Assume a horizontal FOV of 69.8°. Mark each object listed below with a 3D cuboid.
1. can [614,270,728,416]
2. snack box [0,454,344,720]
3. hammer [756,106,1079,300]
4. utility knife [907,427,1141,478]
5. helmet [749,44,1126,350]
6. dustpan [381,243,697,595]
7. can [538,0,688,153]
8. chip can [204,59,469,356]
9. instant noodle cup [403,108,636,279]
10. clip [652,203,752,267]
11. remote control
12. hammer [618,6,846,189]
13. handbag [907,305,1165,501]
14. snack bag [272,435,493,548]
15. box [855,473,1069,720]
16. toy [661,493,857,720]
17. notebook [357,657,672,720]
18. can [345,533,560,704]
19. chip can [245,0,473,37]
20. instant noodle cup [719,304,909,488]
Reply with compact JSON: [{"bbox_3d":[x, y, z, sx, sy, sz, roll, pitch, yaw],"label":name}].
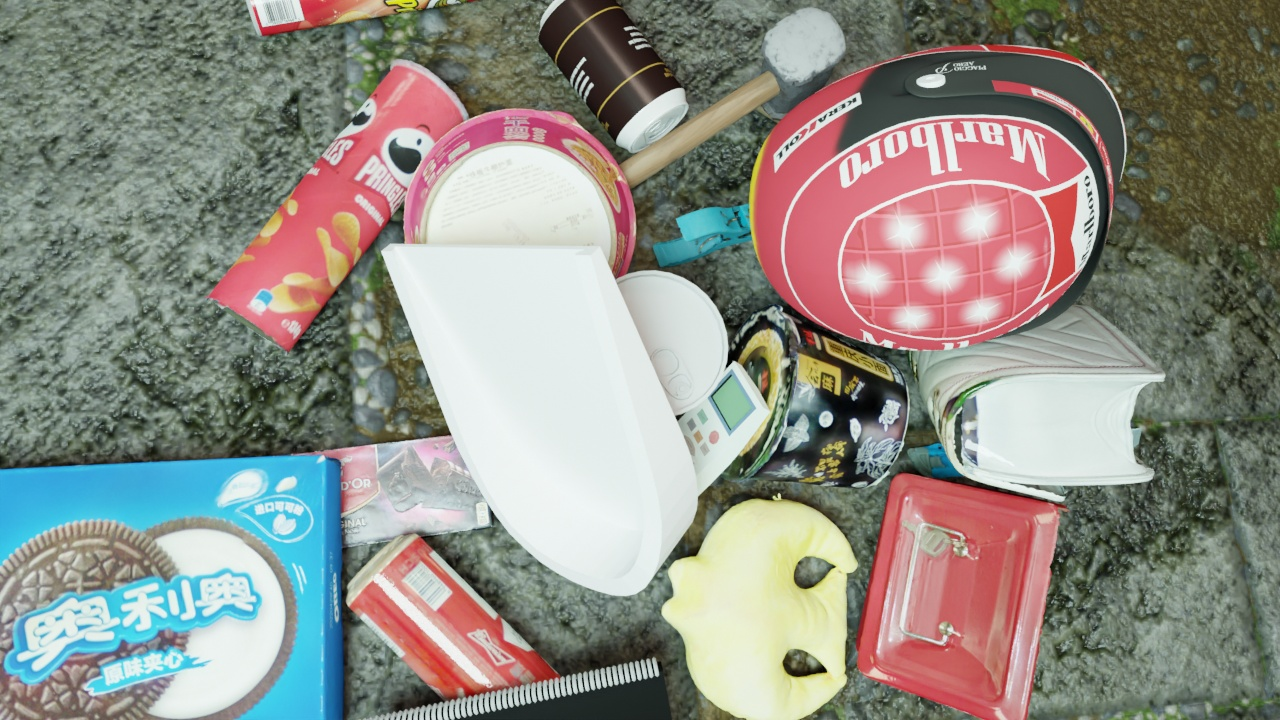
[{"bbox_3d":[-0.004,0.004,0.671,0.099,0.144,0.099,2,77,-10],"label":"can"},{"bbox_3d":[-0.323,0.166,0.613,0.239,0.056,0.195,-2,79,-6],"label":"snack box"},{"bbox_3d":[0.242,-0.144,0.803,0.323,0.051,0.117,36,77,1],"label":"hammer"},{"bbox_3d":[0.335,0.076,0.788,0.224,0.015,0.031,-6,83,-13],"label":"utility knife"},{"bbox_3d":[0.213,-0.112,0.648,0.271,0.224,0.198,-7,121,13],"label":"helmet"},{"bbox_3d":[-0.064,0.047,0.605,0.053,0.192,0.258,-49,129,-34],"label":"dustpan"},{"bbox_3d":[-0.023,-0.242,0.759,0.071,0.072,0.128,-36,86,-16],"label":"can"},{"bbox_3d":[-0.226,-0.117,0.694,0.073,0.073,0.232,33,75,-2],"label":"chip can"},{"bbox_3d":[-0.088,-0.092,0.672,0.178,0.077,0.179,-2,106,-5],"label":"instant noodle cup"},{"bbox_3d":[0.062,-0.102,0.770,0.129,0.121,0.031,-13,74,-43],"label":"clip"},{"bbox_3d":[0.041,0.069,0.682,0.024,0.144,0.049,21,30,-40],"label":"remote control"},{"bbox_3d":[0.020,-0.168,0.738,0.328,0.098,0.052,-33,84,-1],"label":"hammer"},{"bbox_3d":[0.281,0.023,0.683,0.142,0.198,0.096,-2,108,11],"label":"handbag"},{"bbox_3d":[-0.188,0.098,0.683,0.155,0.018,0.074,-7,80,-10],"label":"snack bag"},{"bbox_3d":[0.245,0.172,0.699,0.147,0.156,0.157,12,88,34],"label":"box"},{"bbox_3d":[0.090,0.183,0.692,0.154,0.065,0.170,13,76,-14],"label":"toy"},{"bbox_3d":[-0.076,0.284,0.613,0.206,0.016,0.149,-11,107,-3],"label":"notebook"},{"bbox_3d":[-0.128,0.200,0.645,0.170,0.067,0.067,44,74,1],"label":"can"},{"bbox_3d":[-0.209,-0.309,0.749,0.214,0.052,0.051,-15,81,-13],"label":"chip can"},{"bbox_3d":[0.131,0.036,0.703,0.112,0.137,0.137,14,75,-17],"label":"instant noodle cup"}]
